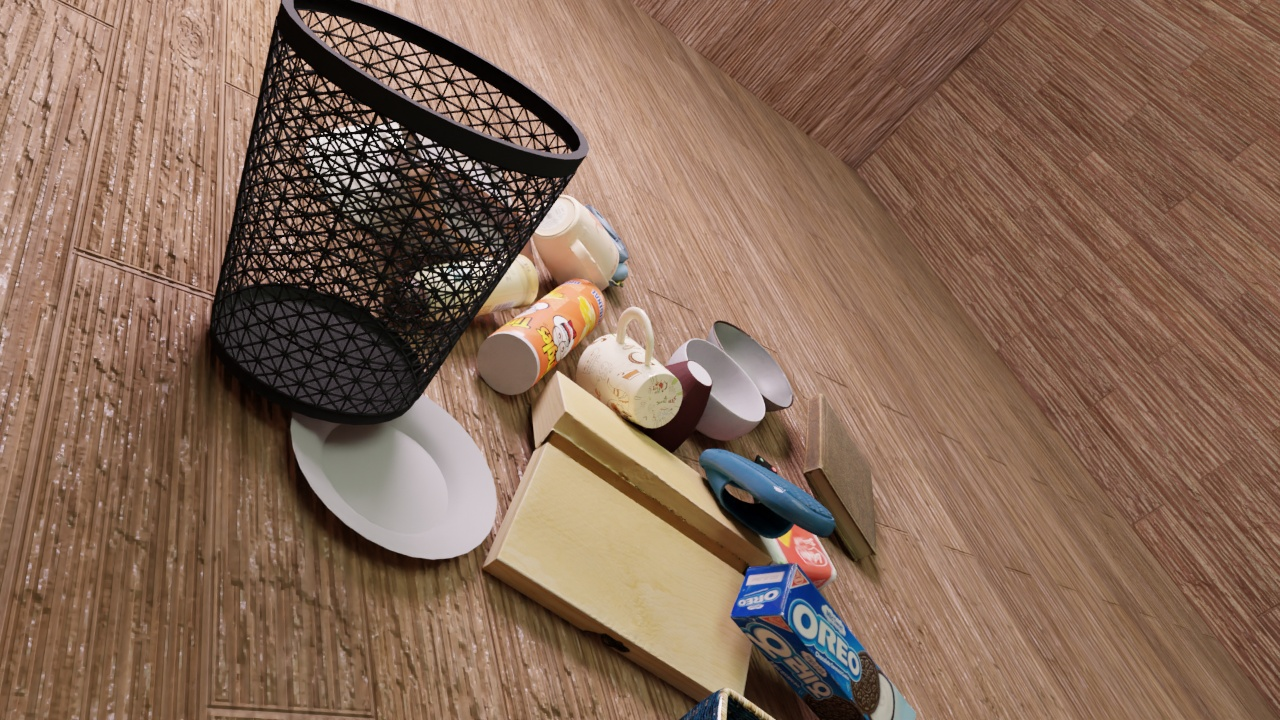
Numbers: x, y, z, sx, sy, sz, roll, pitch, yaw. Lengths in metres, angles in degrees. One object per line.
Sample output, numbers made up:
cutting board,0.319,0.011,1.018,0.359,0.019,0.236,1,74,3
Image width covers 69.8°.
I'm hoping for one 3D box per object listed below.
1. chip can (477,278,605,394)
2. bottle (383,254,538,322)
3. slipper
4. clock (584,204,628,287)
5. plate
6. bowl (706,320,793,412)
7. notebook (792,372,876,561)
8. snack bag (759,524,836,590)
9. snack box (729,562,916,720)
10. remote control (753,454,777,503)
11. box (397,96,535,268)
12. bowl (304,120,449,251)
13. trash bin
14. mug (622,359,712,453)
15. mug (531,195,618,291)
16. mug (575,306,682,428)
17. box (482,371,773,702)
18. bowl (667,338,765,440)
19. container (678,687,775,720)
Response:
chip can,-0.097,-0.030,0.953,0.062,0.062,0.209,44,25,-2
bottle,-0.172,-0.068,0.890,0.161,0.057,0.056,-17,64,-51
slipper,0.110,0.131,0.874,0.104,0.059,0.214,30,-3,-13
clock,-0.055,-0.145,1.190,0.089,0.052,0.124,40,18,-50
plate,-0.187,0.081,0.695,0.172,0.019,0.172,35,26,-20
bowl,0.135,0.020,1.236,0.150,0.057,0.150,36,25,-20
notebook,0.253,0.132,1.215,0.190,0.035,0.215,56,22,-13
snack bag,0.158,0.210,1.002,0.115,0.036,0.077,18,35,-44
snack box,0.167,0.272,0.813,0.226,0.060,0.059,52,45,-23
remote control,0.150,0.158,1.099,0.039,0.010,0.124,39,25,-13
box,-0.178,-0.175,0.962,0.216,0.043,0.148,19,60,-71
bowl,-0.255,-0.202,0.969,0.177,0.071,0.177,35,27,-21
trash bin,-0.190,-0.098,0.664,0.217,0.244,0.216,26,23,-12
mug,0.033,0.047,1.000,0.087,0.089,0.113,43,25,-2
mug,-0.074,-0.129,1.066,0.111,0.085,0.104,54,-1,37
mug,-0.006,0.006,0.933,0.081,0.122,0.097,-5,21,-32
box,0.001,0.148,0.820,0.247,0.097,0.260,36,32,-16
bowl,0.082,0.043,1.110,0.132,0.064,0.131,35,26,-20
container,0.100,0.349,0.653,0.187,0.071,0.145,39,25,-12
